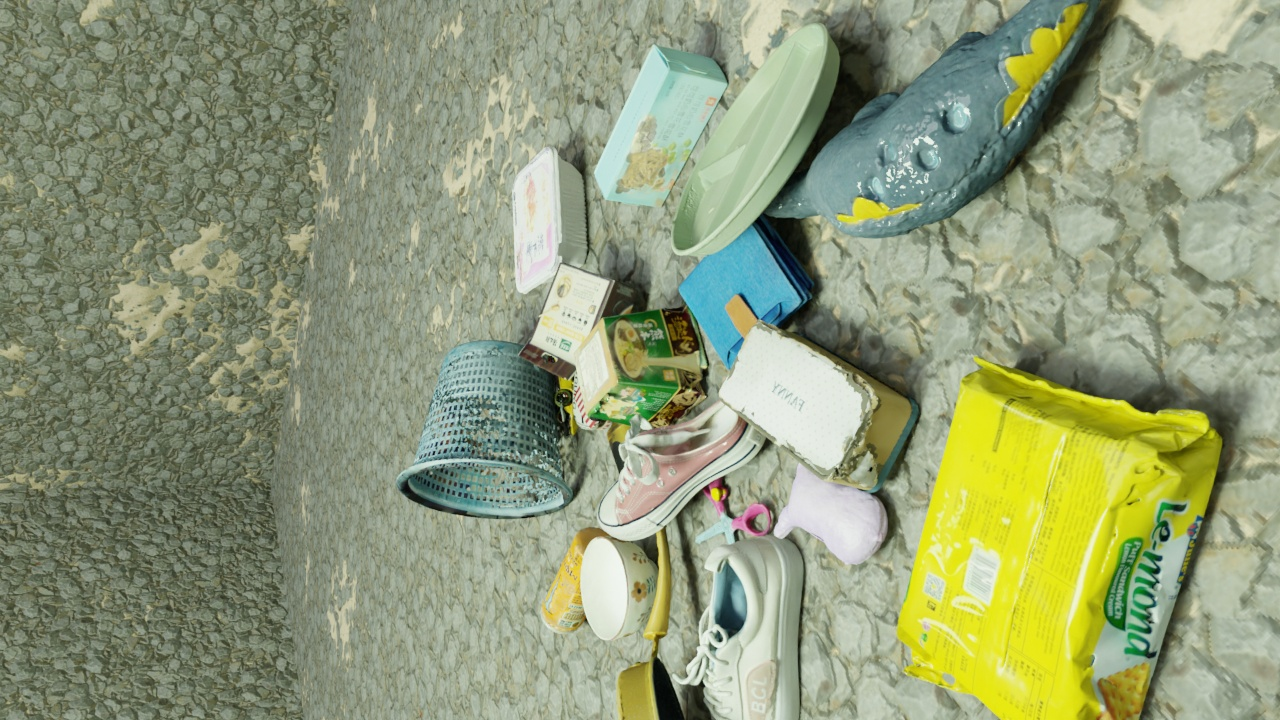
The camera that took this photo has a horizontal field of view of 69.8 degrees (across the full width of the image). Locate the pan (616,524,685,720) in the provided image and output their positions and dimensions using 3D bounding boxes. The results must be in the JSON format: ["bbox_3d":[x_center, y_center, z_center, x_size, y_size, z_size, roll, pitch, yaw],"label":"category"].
[{"bbox_3d":[0.024,0.312,0.901,0.198,0.078,0.356,69,-175,-58],"label":"pan"}]

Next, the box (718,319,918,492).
[{"bbox_3d":[0.139,0.032,0.767,0.090,0.062,0.184,-64,33,12],"label":"box"}]

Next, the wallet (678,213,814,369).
[{"bbox_3d":[0.095,-0.064,0.859,0.106,0.040,0.133,59,143,14],"label":"wallet"}]

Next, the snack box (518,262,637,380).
[{"bbox_3d":[-0.074,-0.043,1.076,0.113,0.053,0.125,24,95,48],"label":"snack box"}]

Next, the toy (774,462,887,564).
[{"bbox_3d":[0.158,0.128,0.758,0.108,0.039,0.084,27,99,51],"label":"toy"}]

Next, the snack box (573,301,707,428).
[{"bbox_3d":[-0.006,0.006,0.984,0.119,0.105,0.117,-46,49,47],"label":"snack box"}]

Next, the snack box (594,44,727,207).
[{"bbox_3d":[0.019,-0.248,0.991,0.175,0.074,0.051,-59,40,40],"label":"snack box"}]

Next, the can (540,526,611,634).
[{"bbox_3d":[-0.076,0.272,1.132,0.146,0.058,0.058,-65,37,34],"label":"can"}]

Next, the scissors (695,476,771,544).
[{"bbox_3d":[0.087,0.156,0.905,0.134,0.017,0.133,-37,61,52],"label":"scissors"}]

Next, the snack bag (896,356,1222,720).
[{"bbox_3d":[0.247,0.126,0.582,0.158,0.068,0.247,30,114,57],"label":"snack bag"}]

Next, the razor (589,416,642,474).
[{"bbox_3d":[-0.013,0.107,1.038,0.062,0.067,0.167,-43,59,51],"label":"razor"}]

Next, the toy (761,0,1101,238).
[{"bbox_3d":[0.196,-0.160,0.669,0.357,0.091,0.137,-29,51,53],"label":"toy"}]

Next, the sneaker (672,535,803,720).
[{"bbox_3d":[0.085,0.278,0.824,0.090,0.090,0.242,15,102,60],"label":"sneaker"}]

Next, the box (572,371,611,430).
[{"bbox_3d":[-0.055,0.004,1.114,0.072,0.060,0.164,6,89,36],"label":"box"}]

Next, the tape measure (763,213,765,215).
[{"bbox_3d":[0.095,-0.134,0.889,0.058,0.039,0.057,46,130,44],"label":"tape measure"}]

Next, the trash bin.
[{"bbox_3d":[-0.199,0.088,1.231,0.227,0.226,0.194,-38,44,53],"label":"trash bin"}]

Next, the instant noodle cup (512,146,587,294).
[{"bbox_3d":[-0.119,-0.185,1.238,0.138,0.060,0.173,-22,71,57],"label":"instant noodle cup"}]

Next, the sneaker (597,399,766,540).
[{"bbox_3d":[0.018,0.100,0.913,0.242,0.088,0.118,-40,30,39],"label":"sneaker"}]

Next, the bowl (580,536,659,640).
[{"bbox_3d":[-0.016,0.253,1.027,0.114,0.062,0.113,-11,78,60],"label":"bowl"}]

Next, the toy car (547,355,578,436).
[{"bbox_3d":[-0.097,0.025,1.192,0.071,0.041,0.155,90,170,-62],"label":"toy car"}]

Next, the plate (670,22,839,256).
[{"bbox_3d":[0.099,-0.188,0.809,0.231,0.027,0.229,-54,18,27],"label":"plate"}]
